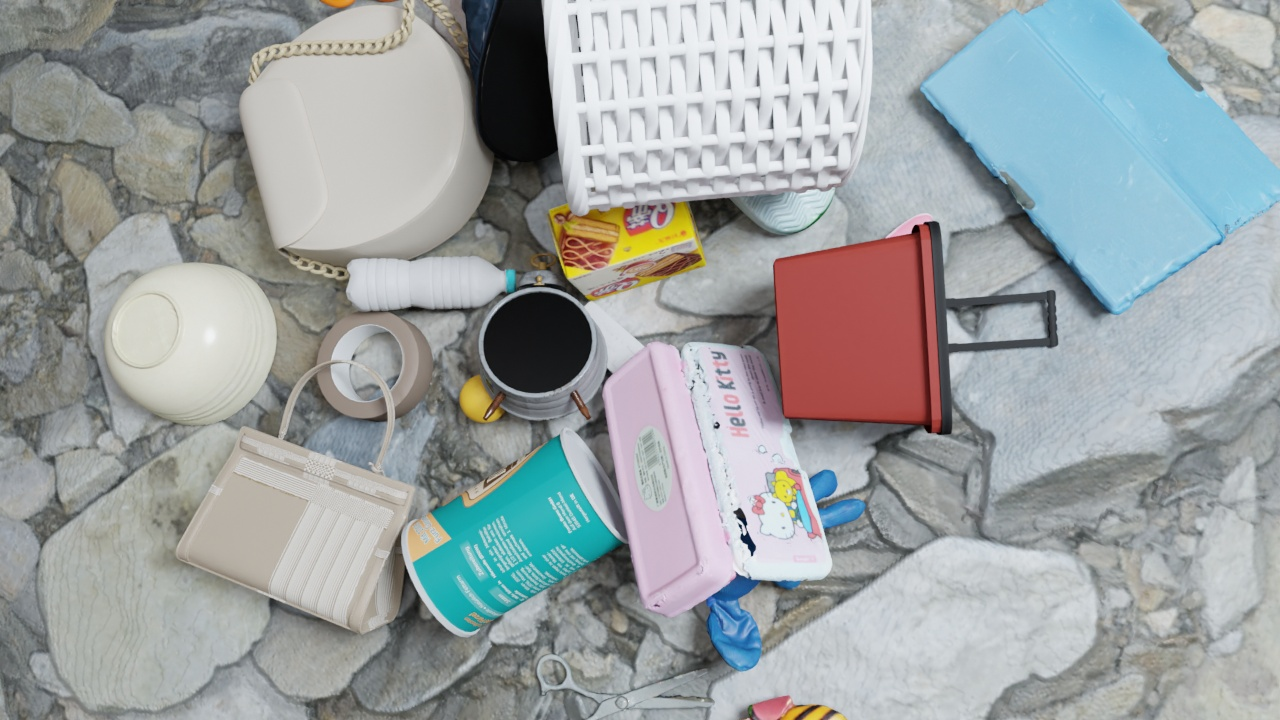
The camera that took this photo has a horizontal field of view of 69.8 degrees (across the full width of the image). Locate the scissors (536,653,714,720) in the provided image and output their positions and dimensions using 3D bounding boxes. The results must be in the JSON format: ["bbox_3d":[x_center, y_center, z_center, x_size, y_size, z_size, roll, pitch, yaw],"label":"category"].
[{"bbox_3d":[-0.024,0.276,0.707,0.153,0.014,0.130,16,84,17],"label":"scissors"}]

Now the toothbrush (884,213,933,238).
[{"bbox_3d":[0.178,-0.069,0.720,0.135,0.016,0.021,-43,79,3],"label":"toothbrush"}]

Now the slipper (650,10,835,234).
[{"bbox_3d":[0.065,-0.208,0.741,0.104,0.074,0.245,-35,92,2],"label":"slipper"}]

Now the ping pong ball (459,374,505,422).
[{"bbox_3d":[-0.129,0.031,0.755,0.040,0.040,0.040,-2,80,11],"label":"ping pong ball"}]

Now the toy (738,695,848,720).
[{"bbox_3d":[0.107,0.287,0.663,0.103,0.046,0.084,-22,71,4],"label":"toy"}]

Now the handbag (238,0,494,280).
[{"bbox_3d":[-0.236,-0.191,0.783,0.209,0.103,0.210,-23,75,11],"label":"handbag"}]

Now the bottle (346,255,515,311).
[{"bbox_3d":[-0.173,-0.065,0.768,0.136,0.044,0.044,-2,80,-6],"label":"bottle"}]

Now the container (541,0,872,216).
[{"bbox_3d":[0.037,-0.200,0.611,0.187,0.189,0.189,-5,80,0],"label":"container"}]

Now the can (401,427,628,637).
[{"bbox_3d":[-0.093,0.131,0.701,0.144,0.099,0.099,-31,76,5],"label":"can"}]

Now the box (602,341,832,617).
[{"bbox_3d":[0.052,0.080,0.669,0.111,0.101,0.201,-42,44,34],"label":"box"}]

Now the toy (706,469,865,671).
[{"bbox_3d":[0.089,0.150,0.679,0.176,0.071,0.112,-38,64,4],"label":"toy"}]

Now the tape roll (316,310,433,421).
[{"bbox_3d":[-0.227,0.005,0.785,0.094,0.030,0.093,-2,80,11],"label":"tape roll"}]

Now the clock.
[{"bbox_3d":[-0.079,-0.020,0.730,0.104,0.056,0.147,-1,72,1],"label":"clock"}]

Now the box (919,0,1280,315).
[{"bbox_3d":[0.347,-0.172,0.683,0.175,0.060,0.231,-36,75,3],"label":"box"}]

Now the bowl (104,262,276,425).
[{"bbox_3d":[-0.408,-0.021,0.805,0.151,0.075,0.150,-2,80,12],"label":"bowl"}]

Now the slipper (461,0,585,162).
[{"bbox_3d":[-0.103,-0.298,0.784,0.084,0.108,0.265,5,89,44],"label":"slipper"}]

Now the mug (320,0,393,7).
[{"bbox_3d":[-0.254,-0.368,0.818,0.077,0.096,0.112,43,91,15],"label":"mug"}]

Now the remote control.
[{"bbox_3d":[-0.004,0.004,0.748,0.131,0.012,0.033,42,89,15],"label":"remote control"}]

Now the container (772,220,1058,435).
[{"bbox_3d":[0.201,-0.023,0.650,0.201,0.127,0.148,-4,92,13],"label":"container"}]

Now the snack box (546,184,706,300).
[{"bbox_3d":[-0.009,-0.097,0.729,0.106,0.083,0.061,-17,79,8],"label":"snack box"}]

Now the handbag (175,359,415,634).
[{"bbox_3d":[-0.263,0.095,0.752,0.176,0.062,0.198,17,91,14],"label":"handbag"}]
